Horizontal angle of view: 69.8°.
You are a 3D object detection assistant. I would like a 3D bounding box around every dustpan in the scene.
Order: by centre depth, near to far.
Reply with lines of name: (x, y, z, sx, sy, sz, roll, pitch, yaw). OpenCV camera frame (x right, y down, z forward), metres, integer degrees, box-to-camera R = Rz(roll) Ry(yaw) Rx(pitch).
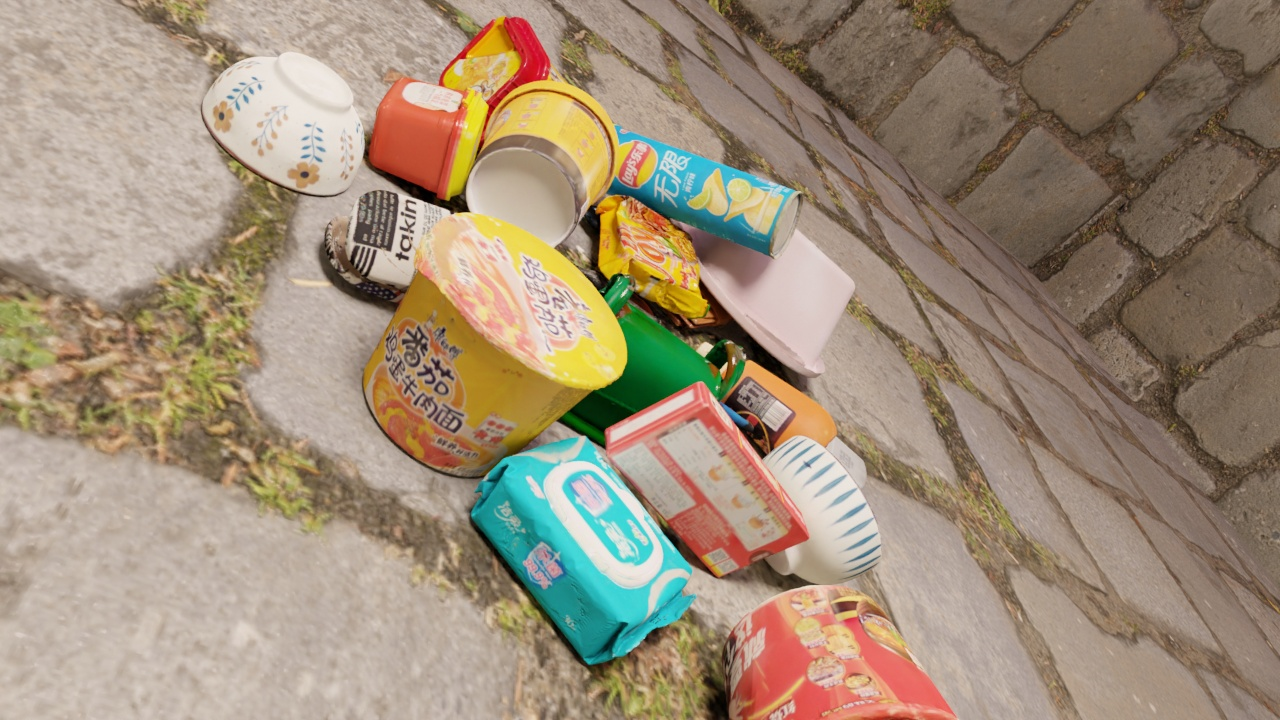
dustpan: (0.112, -0.085, 1.035, 0.222, 0.138, 0.274, 34, -6, -25)

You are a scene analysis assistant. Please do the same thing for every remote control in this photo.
remote control: (0.162, 0.072, 0.907, 0.150, 0.021, 0.058, 42, 26, -3)
remote control: (-0.013, -0.136, 0.964, 0.136, 0.024, 0.053, -1, 46, -51)

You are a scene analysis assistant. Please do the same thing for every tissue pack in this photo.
tissue pack: (-0.030, 0.111, 0.547, 0.133, 0.050, 0.093, 50, 26, 11)

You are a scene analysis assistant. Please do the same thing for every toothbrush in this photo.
toothbrush: (0.029, 0.016, 0.777, 0.189, 0.014, 0.016, 35, 33, -25)

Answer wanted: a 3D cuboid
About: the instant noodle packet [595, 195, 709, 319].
instant noodle packet: (0.011, -0.099, 0.870, 0.110, 0.044, 0.128, 23, 33, -22)

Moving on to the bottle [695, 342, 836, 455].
bottle: (0.108, 0.036, 0.845, 0.149, 0.067, 0.066, 42, 25, 14)

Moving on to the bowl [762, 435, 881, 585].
bowl: (0.122, 0.123, 0.704, 0.066, 0.117, 0.116, -28, 67, -16)

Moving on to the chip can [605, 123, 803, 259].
chip can: (0.052, -0.170, 0.914, 0.210, 0.071, 0.071, 24, 21, 18)

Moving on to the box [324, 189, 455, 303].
box: (-0.148, -0.061, 0.653, 0.163, 0.082, 0.075, 14, 72, -47)

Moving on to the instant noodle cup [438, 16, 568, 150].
instant noodle cup: (-0.115, -0.251, 0.906, 0.123, 0.116, 0.116, 31, 26, -49)

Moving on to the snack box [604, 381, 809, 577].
snack box: (0.047, 0.085, 0.615, 0.153, 0.075, 0.025, 51, 19, -34)

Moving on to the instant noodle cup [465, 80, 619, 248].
instant noodle cup: (-0.084, -0.157, 0.765, 0.118, 0.119, 0.114, 36, 34, -16)

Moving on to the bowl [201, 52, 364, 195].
bowl: (-0.246, -0.180, 0.661, 0.113, 0.062, 0.113, 34, 26, -20)

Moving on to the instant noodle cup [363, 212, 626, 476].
instant noodle cup: (-0.095, -0.004, 0.559, 0.138, 0.110, 0.137, 33, 28, -21)

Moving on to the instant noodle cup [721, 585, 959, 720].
instant noodle cup: (0.108, 0.205, 0.524, 0.138, 0.138, 0.108, 31, 20, -23)

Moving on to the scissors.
scissors: (-0.067, -0.078, 0.807, 0.220, 0.022, 0.233, 25, 33, -34)

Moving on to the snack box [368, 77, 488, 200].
snack box: (-0.173, -0.187, 0.750, 0.080, 0.082, 0.091, 17, 32, -11)

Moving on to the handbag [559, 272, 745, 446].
handbag: (-0.004, 0.004, 0.665, 0.131, 0.120, 0.067, 35, 33, -21)

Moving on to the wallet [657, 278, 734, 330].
wallet: (0.049, -0.075, 0.958, 0.108, 0.031, 0.131, 50, 28, 16)
